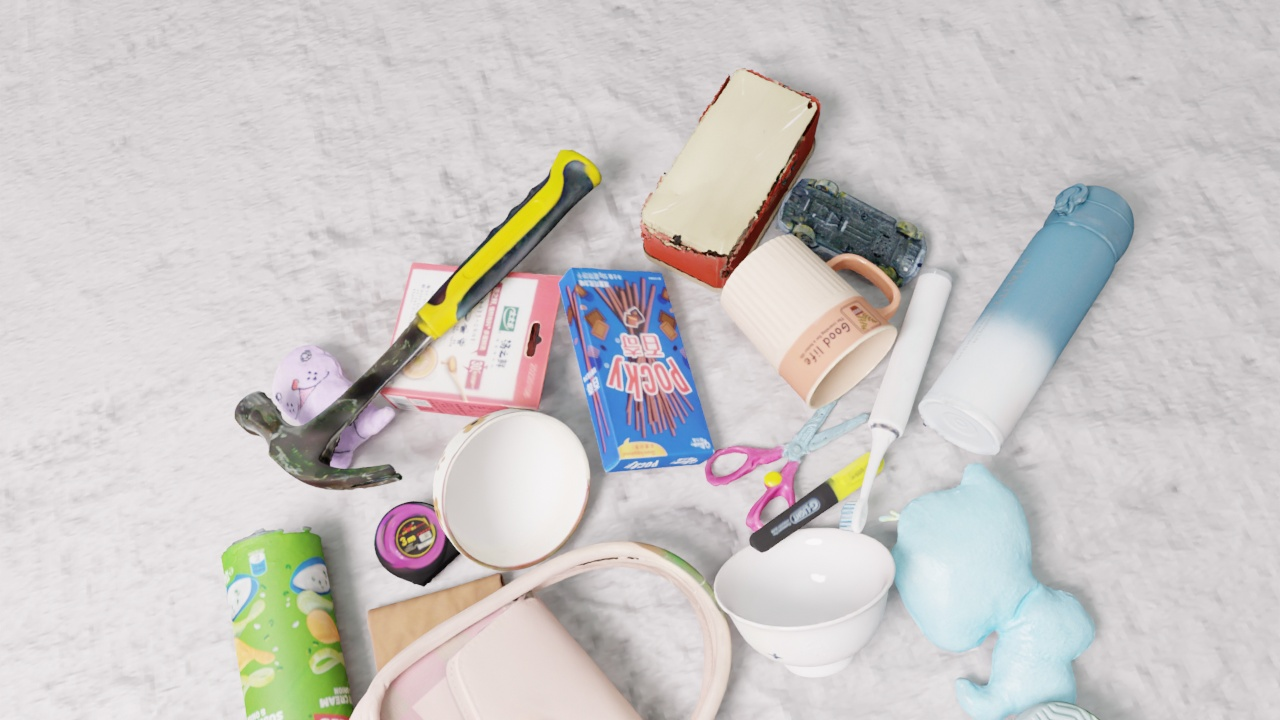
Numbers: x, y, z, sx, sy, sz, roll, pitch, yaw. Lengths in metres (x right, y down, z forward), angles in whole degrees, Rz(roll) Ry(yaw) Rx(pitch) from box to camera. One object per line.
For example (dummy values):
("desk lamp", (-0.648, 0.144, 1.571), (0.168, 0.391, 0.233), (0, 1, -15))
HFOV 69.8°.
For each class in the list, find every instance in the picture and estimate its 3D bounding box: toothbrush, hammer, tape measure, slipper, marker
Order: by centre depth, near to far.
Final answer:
("slipper", (0.208, 0.316, 0.545), (0.104, 0.074, 0.245), (33, 70, 17))
("marker", (0.126, 0.099, 0.650), (0.124, 0.015, 0.018), (-29, 77, -22))
("tape measure", (-0.162, 0.132, 0.669), (0.058, 0.039, 0.057), (42, 78, 13))
("toothbrush", (0.187, 0.026, 0.670), (0.026, 0.026, 0.220), (-4, 52, 49))
("hammer", (-0.145, -0.036, 0.687), (0.126, 0.032, 0.322), (38, 76, 18))

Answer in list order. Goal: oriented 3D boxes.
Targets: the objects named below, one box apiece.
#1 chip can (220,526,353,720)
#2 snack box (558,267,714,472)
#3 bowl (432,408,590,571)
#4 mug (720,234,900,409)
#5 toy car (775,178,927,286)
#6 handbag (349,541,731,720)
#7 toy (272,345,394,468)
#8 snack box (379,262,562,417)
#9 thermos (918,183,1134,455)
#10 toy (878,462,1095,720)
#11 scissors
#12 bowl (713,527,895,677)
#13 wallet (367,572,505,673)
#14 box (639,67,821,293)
("chip can", (-0.230, 0.233, 0.618), (0.072, 0.072, 0.235), (-19, 68, -2))
("snack box", (-0.004, 0.004, 0.687), (0.084, 0.026, 0.157), (-1, 64, -34))
("bowl", (-0.100, 0.087, 0.656), (0.062, 0.113, 0.113), (13, 64, 55))
("mug", (0.134, -0.038, 0.683), (0.114, 0.082, 0.106), (-33, 65, -15))
("toy car", (0.167, -0.100, 0.730), (0.120, 0.037, 0.054), (27, 73, 4))
("handbag", (-0.043, 0.220, 0.592), (0.233, 0.093, 0.193), (-40, 83, -21))
("toy", (-0.246, 0.036, 0.714), (0.108, 0.039, 0.084), (44, 99, 17))
("snack box", (-0.126, -0.014, 0.718), (0.127, 0.044, 0.113), (6, 69, 9))
("thermos", (0.288, -0.035, 0.677), (0.070, 0.070, 0.220), (33, 76, 16))
("toy", (0.230, 0.155, 0.618), (0.156, 0.050, 0.161), (22, 80, 5))
("scissors", (0.106, 0.063, 0.684), (0.096, 0.017, 0.137), (29, 68, 25))
("bowl", (0.113, 0.168, 0.608), (0.118, 0.118, 0.065), (-15, 107, -1))
("wallet", (-0.133, 0.218, 0.644), (0.101, 0.020, 0.115), (-17, 71, 0))
("box", (0.071, -0.150, 0.734), (0.091, 0.079, 0.168), (27, 73, 14))
